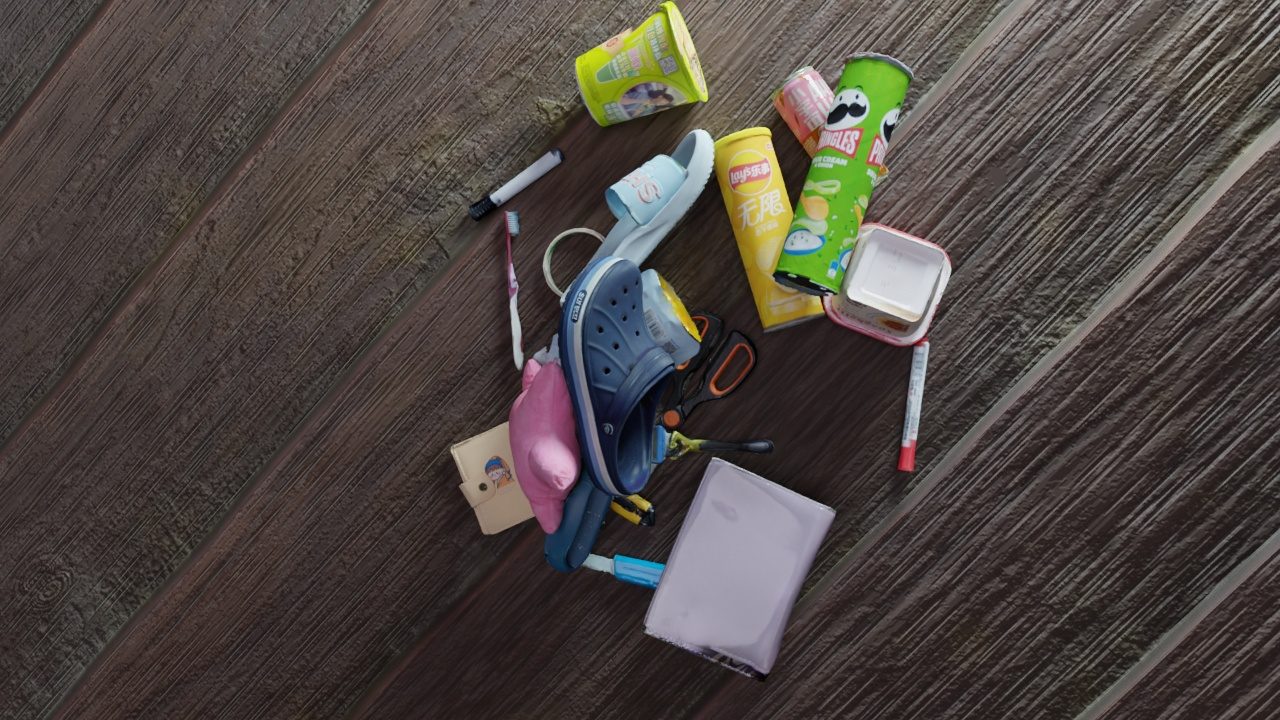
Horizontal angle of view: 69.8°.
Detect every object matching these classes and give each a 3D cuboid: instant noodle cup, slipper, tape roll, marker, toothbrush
[{"bbox_3d":[-0.003,-0.316,1.008,0.124,0.111,0.111,-18,87,16],"label":"instant noodle cup"},{"bbox_3d":[-0.016,0.022,0.929,0.095,0.104,0.253,3,105,27],"label":"slipper"},{"bbox_3d":[0.258,-0.082,0.948,0.116,0.124,0.116,22,93,9],"label":"instant noodle cup"},{"bbox_3d":[-0.070,-0.110,1.061,0.086,0.014,0.086,0,90,9],"label":"tape roll"},{"bbox_3d":[-0.146,-0.207,1.073,0.131,0.018,0.022,-35,91,9],"label":"marker"},{"bbox_3d":[0.297,0.048,0.996,0.017,0.017,0.145,7,91,10],"label":"marker"},{"bbox_3d":[-0.145,-0.082,1.075,0.017,0.016,0.187,-4,89,0],"label":"toothbrush"},{"bbox_3d":[-0.014,-0.155,0.997,0.074,0.104,0.245,38,94,-17],"label":"slipper"}]

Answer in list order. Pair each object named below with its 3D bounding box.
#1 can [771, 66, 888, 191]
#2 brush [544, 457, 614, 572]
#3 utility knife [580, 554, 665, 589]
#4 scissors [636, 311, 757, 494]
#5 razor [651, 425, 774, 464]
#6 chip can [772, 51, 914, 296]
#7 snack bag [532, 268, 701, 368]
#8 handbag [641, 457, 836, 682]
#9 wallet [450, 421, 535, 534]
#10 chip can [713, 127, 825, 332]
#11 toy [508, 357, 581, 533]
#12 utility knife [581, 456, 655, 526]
[{"bbox_3d":[0.205,-0.242,0.991,0.058,0.058,0.147,-34,85,8],"label":"can"},{"bbox_3d":[-0.068,0.169,1.014,0.055,0.073,0.144,24,100,11],"label":"brush"},{"bbox_3d":[-0.001,0.241,1.046,0.225,0.018,0.034,12,85,9],"label":"utility knife"},{"bbox_3d":[0.033,0.046,1.044,0.235,0.021,0.152,-36,79,14],"label":"scissors"},{"bbox_3d":[0.078,0.094,1.022,0.142,0.022,0.042,1,86,-5],"label":"razor"},{"bbox_3d":[0.203,-0.184,0.924,0.072,0.072,0.236,19,90,9],"label":"chip can"},{"bbox_3d":[-0.031,-0.007,1.008,0.191,0.038,0.110,-35,89,22],"label":"snack bag"},{"bbox_3d":[0.104,0.220,0.976,0.145,0.098,0.197,22,82,11],"label":"handbag"},{"bbox_3d":[-0.170,0.140,1.074,0.087,0.024,0.115,-24,87,10],"label":"wallet"},{"bbox_3d":[0.136,-0.140,0.996,0.072,0.072,0.213,-16,87,9],"label":"chip can"},{"bbox_3d":[-0.099,0.079,0.964,0.074,0.194,0.179,-2,122,-15],"label":"toy"},{"bbox_3d":[-0.047,0.143,1.054,0.156,0.015,0.033,33,110,10],"label":"utility knife"}]
